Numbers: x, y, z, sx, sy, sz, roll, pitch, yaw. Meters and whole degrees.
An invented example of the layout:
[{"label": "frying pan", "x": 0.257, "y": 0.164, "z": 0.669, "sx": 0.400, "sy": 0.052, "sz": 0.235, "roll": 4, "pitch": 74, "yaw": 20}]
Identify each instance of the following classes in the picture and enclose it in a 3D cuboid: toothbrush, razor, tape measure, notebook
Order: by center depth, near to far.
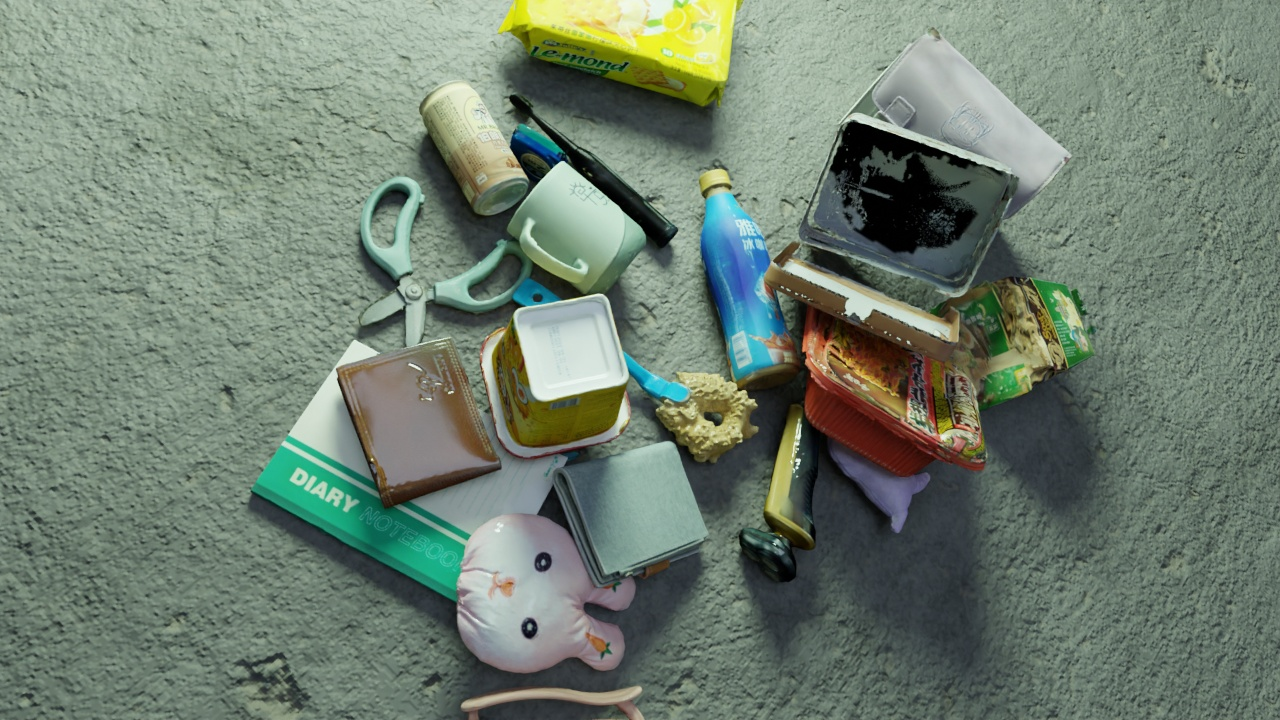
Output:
[{"label": "notebook", "x": -0.186, "y": 0.094, "z": 0.756, "sx": 0.209, "sy": 0.012, "sz": 0.150, "roll": 29, "pitch": 68, "yaw": -2}, {"label": "razor", "x": 0.133, "y": 0.115, "z": 0.835, "sx": 0.068, "sy": 0.062, "sz": 0.167, "roll": 5, "pitch": 59, "yaw": 18}, {"label": "tape measure", "x": -0.098, "y": -0.195, "z": 0.871, "sx": 0.058, "sy": 0.055, "sz": 0.025, "roll": 31, "pitch": 68, "yaw": -5}, {"label": "toothbrush", "x": -0.049, "y": -0.190, "z": 0.902, "sx": 0.212, "sy": 0.026, "sz": 0.027, "roll": 43, "pitch": 30, "yaw": 3}]

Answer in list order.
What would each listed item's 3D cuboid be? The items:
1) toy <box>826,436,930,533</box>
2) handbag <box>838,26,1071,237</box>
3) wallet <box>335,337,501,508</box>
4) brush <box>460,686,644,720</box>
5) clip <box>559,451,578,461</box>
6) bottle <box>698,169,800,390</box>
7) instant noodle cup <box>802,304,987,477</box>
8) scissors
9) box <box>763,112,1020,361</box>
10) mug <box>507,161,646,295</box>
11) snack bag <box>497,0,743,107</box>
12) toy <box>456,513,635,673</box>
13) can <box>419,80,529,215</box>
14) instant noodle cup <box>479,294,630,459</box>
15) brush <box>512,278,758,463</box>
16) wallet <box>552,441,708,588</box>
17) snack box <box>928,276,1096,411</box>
[{"label": "toy", "x": 0.223, "y": 0.100, "z": 0.870, "sx": 0.108, "sy": 0.039, "sz": 0.083, "roll": 44, "pitch": 50, "yaw": 7}, {"label": "handbag", "x": 0.323, "y": -0.229, "z": 0.962, "sx": 0.197, "sy": 0.145, "sz": 0.098, "roll": 47, "pitch": 62, "yaw": 4}, {"label": "wallet", "x": -0.180, "y": 0.048, "z": 0.749, "sx": 0.101, "sy": 0.032, "sz": 0.124, "roll": -19, "pitch": 77, "yaw": -20}, {"label": "brush", "x": -0.065, "y": 0.286, "z": 0.701, "sx": 0.145, "sy": 0.063, "sz": 0.073, "roll": 0, "pitch": 81, "yaw": -17}, {"label": "clip", "x": -0.079, "y": 0.092, "z": 0.795, "sx": 0.056, "sy": 0.014, "sz": 0.045, "roll": -2, "pitch": 69, "yaw": -15}, {"label": "bottle", "x": 0.096, "y": -0.081, "z": 0.884, "sx": 0.065, "sy": 0.065, "sz": 0.218, "roll": -7, "pitch": 72, "yaw": -19}, {"label": "instant noodle cup", "x": 0.220, "y": 0.028, "z": 0.848, "sx": 0.189, "sy": 0.079, "sz": 0.164, "roll": 31, "pitch": 32, "yaw": -4}, {"label": "scissors", "x": -0.193, "y": -0.098, "z": 0.828, "sx": 0.170, "sy": 0.019, "sz": 0.181, "roll": -30, "pitch": 82, "yaw": -23}, {"label": "box", "x": 0.238, "y": -0.129, "z": 0.852, "sx": 0.181, "sy": 0.158, "sz": 0.197, "roll": 25, "pitch": 25, "yaw": 11}, {"label": "mug", "x": -0.060, "y": -0.109, "z": 0.827, "sx": 0.106, "sy": 0.082, "sz": 0.111, "roll": 41, "pitch": 37, "yaw": -5}, {"label": "snack bag", "x": -0.013, "y": -0.359, "z": 0.950, "sx": 0.246, "sy": 0.068, "sz": 0.157, "roll": 14, "pitch": 68, "yaw": -12}, {"label": "toy", "x": -0.071, "y": 0.189, "z": 0.731, "sx": 0.159, "sy": 0.054, "sz": 0.121, "roll": 21, "pitch": 65, "yaw": -29}, {"label": "can", "x": -0.155, "y": -0.197, "z": 0.853, "sx": 0.058, "sy": 0.059, "sz": 0.116, "roll": -27, "pitch": 80, "yaw": -24}, {"label": "instant noodle cup", "x": -0.064, "y": 0.008, "z": 0.737, "sx": 0.116, "sy": 0.124, "sz": 0.116, "roll": -12, "pitch": 75, "yaw": -15}, {"label": "brush", "x": -0.005, "y": 0.005, "z": 0.832, "sx": 0.254, "sy": 0.046, "sz": 0.083, "roll": 35, "pitch": 72, "yaw": -2}, {"label": "wallet", "x": -0.006, "y": 0.130, "z": 0.775, "sx": 0.129, "sy": 0.037, "sz": 0.106, "roll": -9, "pitch": 73, "yaw": -45}, {"label": "snack box", "x": 0.384, "y": -0.021, "z": 0.933, "sx": 0.105, "sy": 0.118, "sz": 0.118, "roll": -8, "pitch": 75, "yaw": -32}]
